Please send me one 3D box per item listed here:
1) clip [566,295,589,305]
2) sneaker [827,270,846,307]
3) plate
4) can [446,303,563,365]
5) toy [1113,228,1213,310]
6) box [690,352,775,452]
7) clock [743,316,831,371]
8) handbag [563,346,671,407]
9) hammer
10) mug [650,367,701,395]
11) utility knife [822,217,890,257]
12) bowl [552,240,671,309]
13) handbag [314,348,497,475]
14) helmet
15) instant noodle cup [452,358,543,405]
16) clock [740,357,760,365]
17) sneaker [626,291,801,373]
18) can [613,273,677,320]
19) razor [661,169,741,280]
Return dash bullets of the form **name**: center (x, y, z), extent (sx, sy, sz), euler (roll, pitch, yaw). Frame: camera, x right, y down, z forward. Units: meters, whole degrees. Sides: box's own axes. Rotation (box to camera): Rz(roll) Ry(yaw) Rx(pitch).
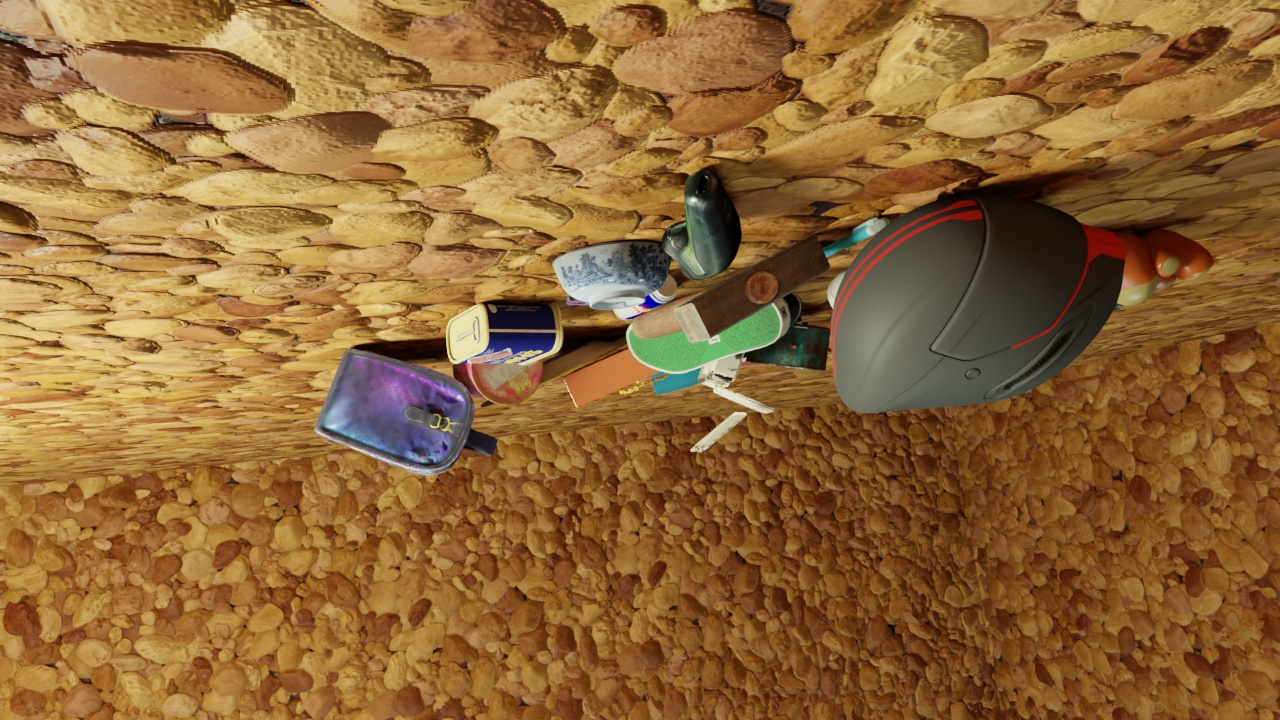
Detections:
- **clip**: center (-0.057, -0.067, 1.013), extent (0.052, 0.013, 0.035), euler (-3, 171, -10)
- **sneaker**: center (0.306, -0.091, 0.963), extent (0.243, 0.089, 0.091), euler (4, 143, 36)
- **plate**: center (-0.123, 0.009, 1.295), extent (0.230, 0.021, 0.229), euler (-24, -176, 2)
- **can**: center (-0.156, -0.029, 1.038), extent (0.092, 0.056, 0.116), euler (0, 170, -34)
- **toy**: center (0.542, -0.105, 1.040), extent (0.176, 0.096, 0.112), euler (5, 172, -4)
- **box**: center (0.133, 0.042, 1.216), extent (0.106, 0.193, 0.143), euler (19, 176, -2)
- **clock**: center (0.198, -0.029, 1.314), extent (0.121, 0.073, 0.158), euler (5, -178, -37)
- **handbag**: center (-0.008, 0.007, 1.246), extent (0.172, 0.060, 0.108), euler (-23, -173, 9)
- **hammer**: center (0.063, -0.057, 0.970), extent (0.157, 0.037, 0.301), euler (-29, -174, -21)
- **mug**: center (0.065, -0.006, 1.373), extent (0.104, 0.084, 0.112), euler (-14, -160, 5)
- **utility knife**: center (0.195, -0.114, 0.904), extent (0.022, 0.015, 0.152), euler (-32, -178, -19)
- **bowl**: center (-0.023, -0.075, 0.862), extent (0.114, 0.045, 0.114), euler (-7, 172, -1)
- **handbag**: center (-0.297, 0.080, 1.207), extent (0.222, 0.125, 0.205), euler (20, 168, -9)
- **helmet**: center (0.270, -0.052, 0.816), extent (0.170, 0.164, 0.265), euler (30, 123, -22)
- **instant noodle cup**: center (-0.192, 0.010, 1.186), extent (0.097, 0.097, 0.109), euler (-3, 178, -30)
- **clock**: center (0.185, -0.020, 1.457), extent (0.087, 0.044, 0.124), euler (-8, 172, 8)
- **sneaker**: center (0.089, -0.042, 1.117), extent (0.236, 0.084, 0.078), euler (-11, -168, 39)
- **can**: center (0.004, -0.068, 0.982), extent (0.032, 0.032, 0.095), euler (-3, 171, -28)
- **razor**: center (0.044, -0.106, 0.713), extent (0.067, 0.054, 0.151), euler (9, 169, 10)
